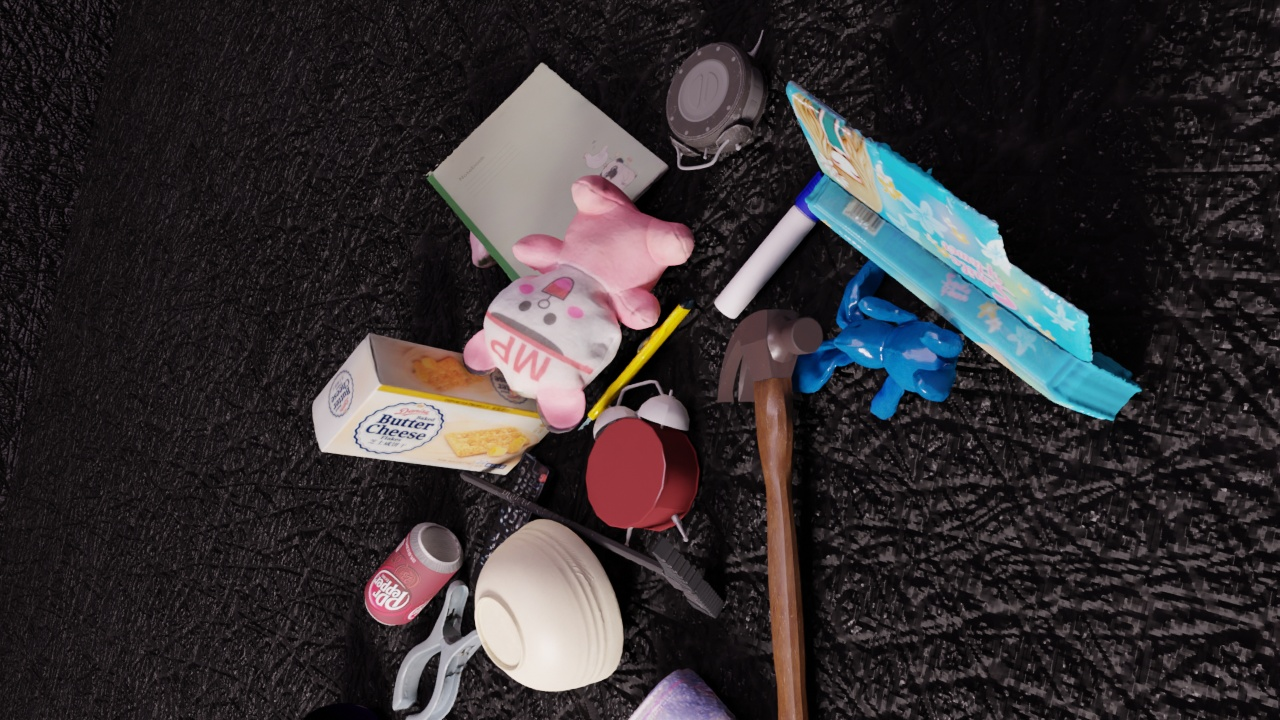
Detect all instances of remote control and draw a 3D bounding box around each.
[{"bbox_3d":[-0.124,0.167,0.903,0.047,0.022,0.150,30,100,44],"label":"remote control"}]

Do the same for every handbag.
[{"bbox_3d":[0.048,0.327,0.674,0.126,0.069,0.158,-53,49,3],"label":"handbag"}]

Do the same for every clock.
[{"bbox_3d":[0.067,-0.219,0.791,0.091,0.043,0.122,4,83,44],"label":"clock"},{"bbox_3d":[0.002,0.086,0.779,0.096,0.048,0.137,-16,68,41],"label":"clock"}]

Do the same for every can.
[{"bbox_3d":[-0.240,0.226,0.969,0.114,0.063,0.063,-48,52,25],"label":"can"}]

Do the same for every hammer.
[{"bbox_3d":[0.102,0.124,0.668,0.115,0.033,0.322,160,109,-68],"label":"hammer"},{"bbox_3d":[-0.069,0.140,0.809,0.325,0.095,0.015,14,59,45],"label":"hammer"}]

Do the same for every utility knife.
[{"bbox_3d":[-0.005,0.005,0.813,0.017,0.030,0.163,41,108,13],"label":"utility knife"}]

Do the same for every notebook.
[{"bbox_3d":[-0.104,-0.189,0.930,0.182,0.010,0.252,-44,51,3],"label":"notebook"}]

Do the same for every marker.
[{"bbox_3d":[0.109,-0.091,0.737,0.133,0.023,0.027,-51,29,23],"label":"marker"}]

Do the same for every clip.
[{"bbox_3d":[-0.197,0.319,0.934,0.107,0.028,0.163,40,109,40],"label":"clip"}]

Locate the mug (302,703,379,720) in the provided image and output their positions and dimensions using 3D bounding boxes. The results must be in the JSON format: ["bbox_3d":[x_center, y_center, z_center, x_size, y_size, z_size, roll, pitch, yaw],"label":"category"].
[{"bbox_3d":[-0.310,0.440,0.986,0.119,0.084,0.100,10,101,15],"label":"mug"}]

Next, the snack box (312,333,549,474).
[{"bbox_3d":[-0.183,0.046,0.855,0.104,0.207,0.057,-43,53,28],"label":"snack box"}]

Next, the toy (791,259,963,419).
[{"bbox_3d":[0.168,-0.014,0.623,0.176,0.071,0.113,-154,77,-69],"label":"toy"}]

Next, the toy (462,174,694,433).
[{"bbox_3d":[-0.055,-0.051,0.807,0.142,0.084,0.213,33,86,13],"label":"toy"}]

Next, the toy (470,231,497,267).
[{"bbox_3d":[-0.151,-0.153,0.981,0.099,0.052,0.096,-47,38,11],"label":"toy"}]

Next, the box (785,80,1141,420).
[{"bbox_3d":[0.181,-0.061,0.553,0.056,0.185,0.227,-49,51,11],"label":"box"}]

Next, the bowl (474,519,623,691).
[{"bbox_3d":[-0.093,0.220,0.787,0.151,0.075,0.151,19,117,43],"label":"bowl"}]
